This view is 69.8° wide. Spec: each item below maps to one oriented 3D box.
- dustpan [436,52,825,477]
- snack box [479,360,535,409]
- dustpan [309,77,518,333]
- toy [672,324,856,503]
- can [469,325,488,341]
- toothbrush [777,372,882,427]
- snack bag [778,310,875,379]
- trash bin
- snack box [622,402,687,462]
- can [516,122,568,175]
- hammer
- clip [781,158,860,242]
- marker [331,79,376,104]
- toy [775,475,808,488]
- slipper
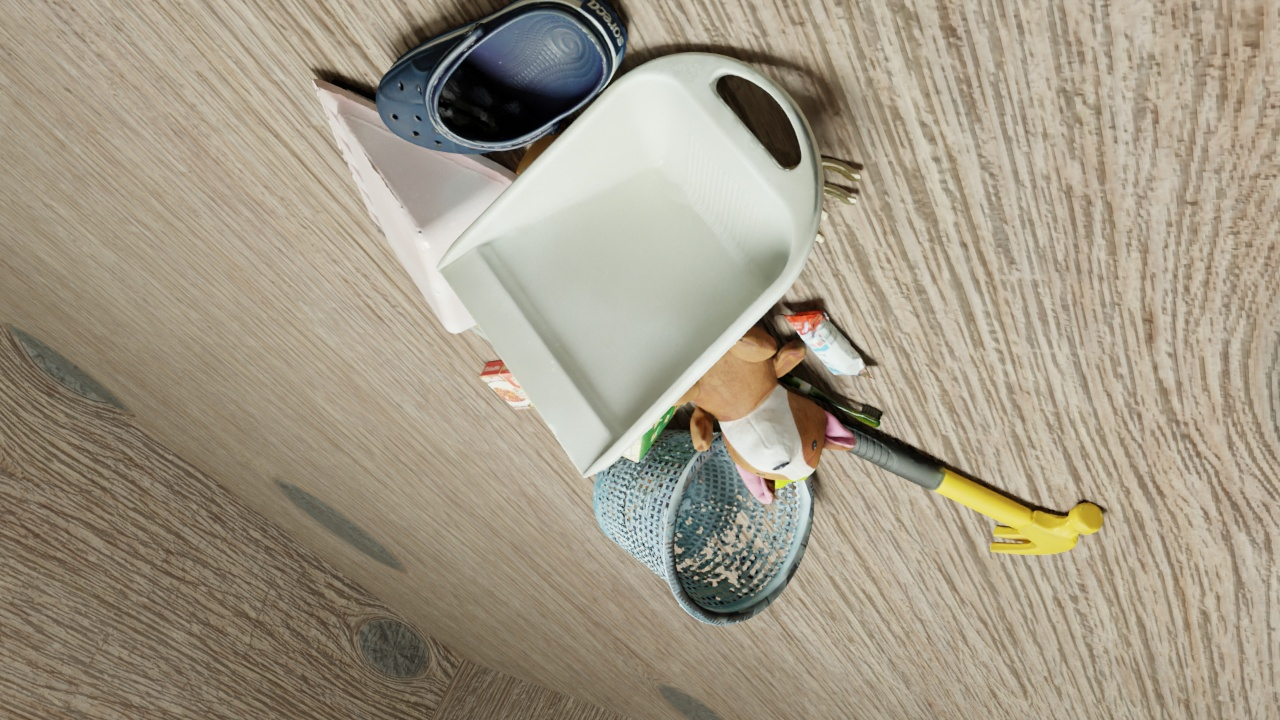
[{"bbox_3d":[-0.003,-0.089,0.662,0.222,0.257,0.143,53,171,17],"label":"dustpan"},{"bbox_3d":[-0.134,0.029,1.172,0.153,0.025,0.075,-6,138,46],"label":"snack box"},{"bbox_3d":[-0.178,-0.148,0.909,0.273,0.138,0.223,54,164,21],"label":"dustpan"},{"bbox_3d":[0.114,0.050,0.883,0.140,0.130,0.199,-29,120,15],"label":"toy"},{"bbox_3d":[-0.134,-0.042,1.032,0.148,0.049,0.075,30,152,-5],"label":"can"},{"bbox_3d":[0.157,0.020,0.925,0.186,0.017,0.012,26,154,6],"label":"toothbrush"},{"bbox_3d":[0.172,-0.014,0.843,0.104,0.026,0.048,45,159,-29],"label":"snack bag"},{"bbox_3d":[0.056,0.167,1.074,0.195,0.226,0.226,12,150,51],"label":"trash bin"},{"bbox_3d":[-0.016,0.043,1.012,0.118,0.105,0.118,23,152,10],"label":"snack box"},{"bbox_3d":[-0.035,-0.134,0.788,0.146,0.058,0.058,41,149,-23],"label":"can"},{"bbox_3d":[0.305,0.122,0.947,0.301,0.032,0.129,26,150,3],"label":"hammer"},{"bbox_3d":[0.109,-0.122,0.680,0.102,0.094,0.035,9,149,9],"label":"clip"},{"bbox_3d":[-0.232,-0.232,0.843,0.124,0.015,0.018,25,151,10],"label":"marker"},{"bbox_3d":[0.156,0.095,0.990,0.100,0.097,0.031,15,-164,-32],"label":"toy"},{"bbox_3d":[-0.116,-0.204,0.710,0.253,0.095,0.105,-7,134,42],"label":"slipper"}]
